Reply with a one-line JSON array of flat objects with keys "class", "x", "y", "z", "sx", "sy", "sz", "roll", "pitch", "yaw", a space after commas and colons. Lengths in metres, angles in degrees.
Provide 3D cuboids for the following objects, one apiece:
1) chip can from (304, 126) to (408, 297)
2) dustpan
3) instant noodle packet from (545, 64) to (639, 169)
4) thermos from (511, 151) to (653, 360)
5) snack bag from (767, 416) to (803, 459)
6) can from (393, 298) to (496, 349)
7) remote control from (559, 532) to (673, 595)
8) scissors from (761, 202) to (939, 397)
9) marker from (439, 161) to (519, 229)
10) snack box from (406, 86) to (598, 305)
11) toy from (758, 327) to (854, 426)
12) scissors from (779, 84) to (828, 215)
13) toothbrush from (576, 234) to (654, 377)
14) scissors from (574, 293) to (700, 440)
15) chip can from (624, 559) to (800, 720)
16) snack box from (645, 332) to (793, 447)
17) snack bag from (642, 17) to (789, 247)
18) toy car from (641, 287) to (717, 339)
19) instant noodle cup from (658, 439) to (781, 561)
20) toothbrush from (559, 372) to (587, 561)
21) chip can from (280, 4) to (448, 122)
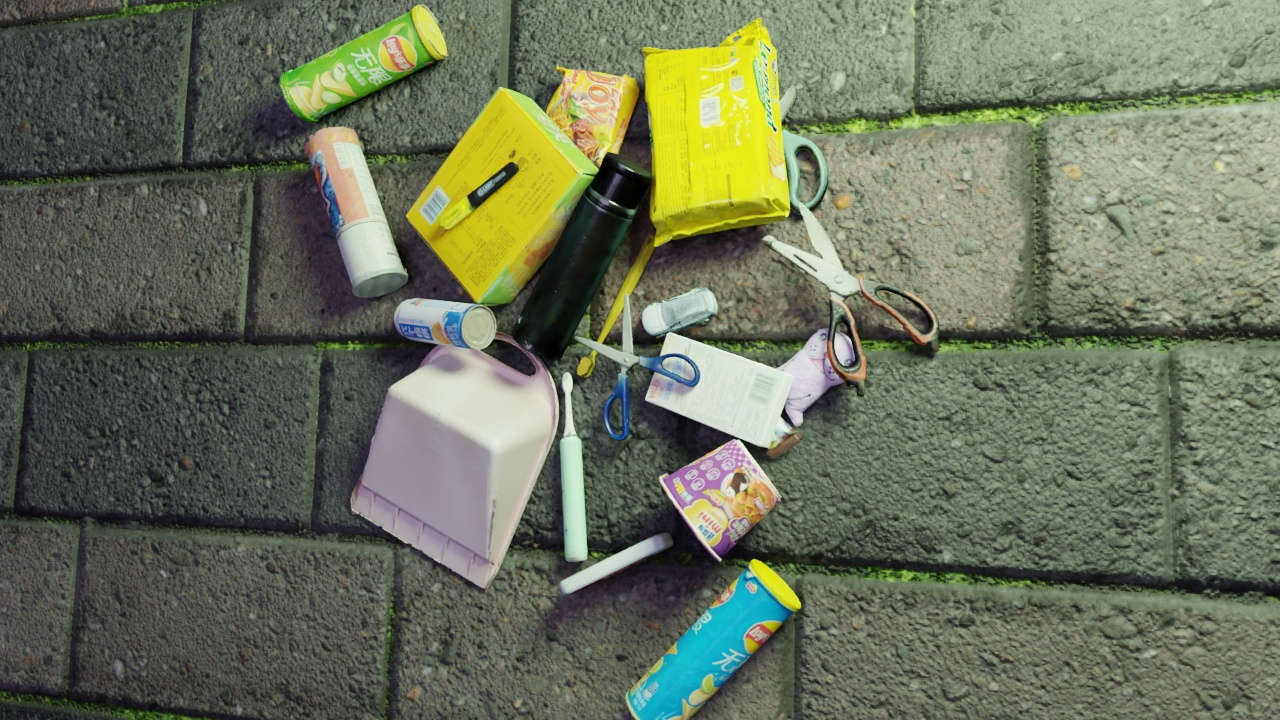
[{"class": "chip can", "x": -0.366, "y": -0.192, "z": 1.180, "sx": 0.071, "sy": 0.071, "sz": 0.214, "roll": -24, "pitch": 78, "yaw": 12}, {"class": "dustpan", "x": -0.214, "y": 0.109, "z": 1.138, "sx": 0.222, "sy": 0.138, "sz": 0.274, "roll": 28, "pitch": 120, "yaw": 16}, {"class": "instant noodle packet", "x": -0.067, "y": -0.293, "z": 1.119, "sx": 0.111, "sy": 0.044, "sz": 0.128, "roll": 15, "pitch": 89, "yaw": 15}, {"class": "thermos", "x": -0.064, "y": -0.120, "z": 1.065, "sx": 0.068, "sy": 0.089, "sz": 0.243, "roll": 32, "pitch": 109, "yaw": 4}, {"class": "snack bag", "x": 0.135, "y": 0.059, "z": 1.033, "sx": 0.048, "sy": 0.026, "sz": 0.104, "roll": -40, "pitch": 74, "yaw": 23}, {"class": "can", "x": -0.240, "y": -0.046, "z": 1.115, "sx": 0.135, "sy": 0.053, "sz": 0.053, "roll": 8, "pitch": 86, "yaw": 39}, {"class": "remote control", "x": -0.027, "y": 0.232, "z": 1.046, "sx": 0.136, "sy": 0.056, "sz": 0.020, "roll": -28, "pitch": 76, "yaw": 11}, {"class": "scissors", "x": 0.227, "y": -0.067, "z": 0.990, "sx": 0.189, "sy": 0.015, "sz": 0.226, "roll": -2, "pitch": 84, "yaw": -5}, {"class": "marker", "x": -0.188, "y": -0.191, "z": 1.063, "sx": 0.124, "sy": 0.015, "sz": 0.018, "roll": -33, "pitch": 85, "yaw": 23}, {"class": "snack box", "x": -0.162, "y": -0.192, "z": 1.099, "sx": 0.157, "sy": 0.070, "sz": 0.210, "roll": 49, "pitch": 112, "yaw": 15}, {"class": "toy", "x": 0.190, "y": 0.008, "z": 1.015, "sx": 0.108, "sy": 0.039, "sz": 0.084, "roll": -39, "pitch": 77, "yaw": 10}, {"class": "scissors", "x": 0.130, "y": -0.233, "z": 1.068, "sx": 0.181, "sy": 0.019, "sz": 0.170, "roll": -21, "pitch": 80, "yaw": 14}, {"class": "toothbrush", "x": -0.028, "y": -0.065, "z": 1.097, "sx": 0.016, "sy": 0.016, "sz": 0.190, "roll": 28, "pitch": 93, "yaw": 17}, {"class": "scissors", "x": -0.007, "y": 0.007, "z": 1.058, "sx": 0.163, "sy": 0.012, "sz": 0.173, "roll": -1, "pitch": 86, "yaw": 27}, {"class": "chip can", "x": 0.077, "y": 0.316, "z": 0.999, "sx": 0.071, "sy": 0.071, "sz": 0.210, "roll": 44, "pitch": 97, "yaw": 16}, {"class": "snack box", "x": 0.086, "y": 0.031, "z": 1.029, "sx": 0.157, "sy": 0.026, "sz": 0.085, "roll": 21, "pitch": 93, "yaw": 31}, {"class": "snack bag", "x": 0.081, "y": -0.258, "z": 1.043, "sx": 0.158, "sy": 0.068, "sz": 0.246, "roll": -7, "pitch": 79, "yaw": 19}, {"class": "toy car", "x": 0.044, "y": -0.056, "z": 1.068, "sx": 0.091, "sy": 0.034, "sz": 0.043, "roll": -18, "pitch": 83, "yaw": 15}, {"class": "instant noodle cup", "x": 0.091, "y": 0.146, "z": 0.999, "sx": 0.099, "sy": 0.111, "sz": 0.111, "roll": -37, "pitch": 76, "yaw": 3}, {"class": "toothbrush", "x": -0.082, "y": 0.125, "z": 1.088, "sx": 0.026, "sy": 0.027, "sz": 0.224, "roll": -1, "pitch": 83, "yaw": -20}, {"class": "chip can", "x": -0.363, "y": -0.384, "z": 1.198, "sx": 0.221, "sy": 0.072, "sz": 0.072, "roll": -20, "pitch": 79, "yaw": 13}]
